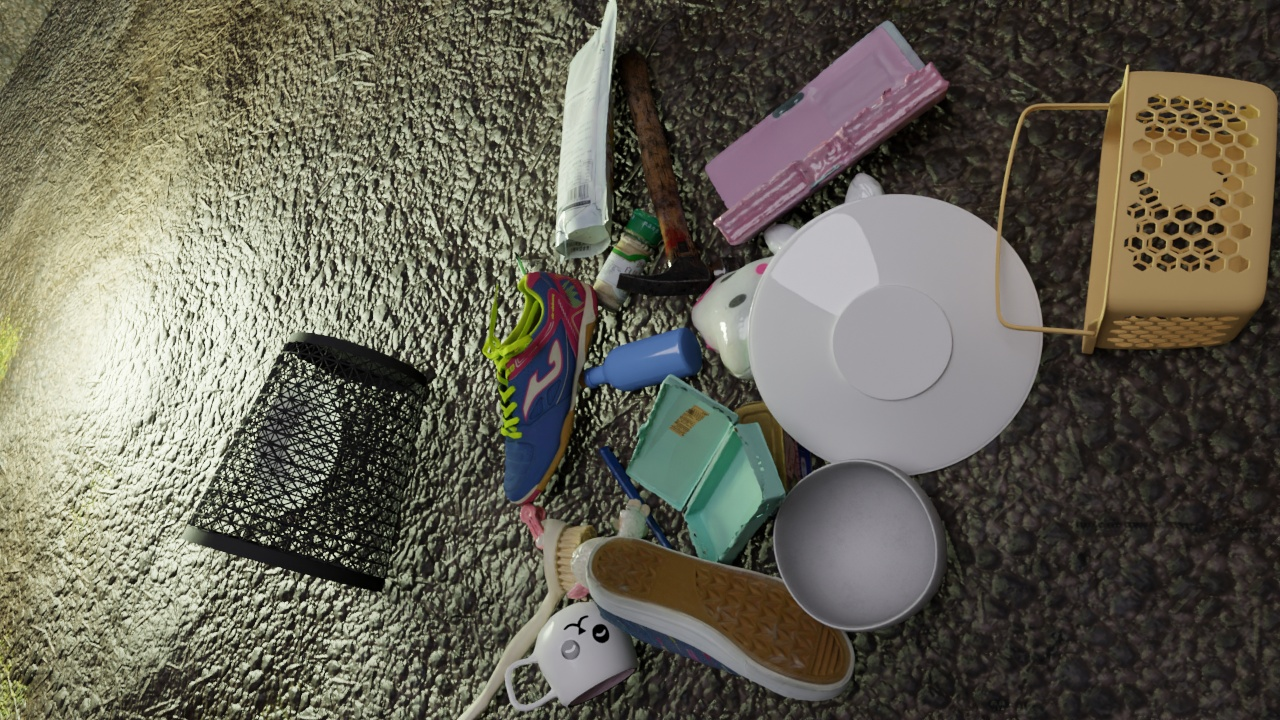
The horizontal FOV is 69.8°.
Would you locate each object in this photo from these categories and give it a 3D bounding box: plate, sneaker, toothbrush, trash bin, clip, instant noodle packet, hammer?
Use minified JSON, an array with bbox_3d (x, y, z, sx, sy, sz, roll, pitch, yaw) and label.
[{"bbox_3d":[-0.443,0.109,1.199,0.173,0.019,0.172,-11,69,31],"label":"plate"},{"bbox_3d":[-0.119,0.027,0.944,0.116,0.091,0.242,19,95,65],"label":"sneaker"},{"bbox_3d":[-0.110,-0.055,1.031,0.017,0.014,0.188,-30,60,8],"label":"toothbrush"},{"bbox_3d":[0.064,0.223,0.778,0.236,0.079,0.087,19,48,16],"label":"sneaker"},{"bbox_3d":[-0.358,0.112,1.035,0.217,0.217,0.242,4,71,35],"label":"trash bin"},{"bbox_3d":[-0.100,0.175,0.953,0.023,0.041,0.059,-42,46,12],"label":"clip"},{"bbox_3d":[0.012,0.151,0.881,0.017,0.016,0.190,-42,56,7],"label":"toothbrush"},{"bbox_3d":[0.198,-0.016,0.727,0.230,0.030,0.229,2,100,13],"label":"plate"},{"bbox_3d":[-0.056,-0.253,1.024,0.147,0.057,0.268,-27,56,60],"label":"instant noodle packet"},{"bbox_3d":[0.010,-0.205,0.959,0.033,0.120,0.329,108,155,-55],"label":"hammer"}]

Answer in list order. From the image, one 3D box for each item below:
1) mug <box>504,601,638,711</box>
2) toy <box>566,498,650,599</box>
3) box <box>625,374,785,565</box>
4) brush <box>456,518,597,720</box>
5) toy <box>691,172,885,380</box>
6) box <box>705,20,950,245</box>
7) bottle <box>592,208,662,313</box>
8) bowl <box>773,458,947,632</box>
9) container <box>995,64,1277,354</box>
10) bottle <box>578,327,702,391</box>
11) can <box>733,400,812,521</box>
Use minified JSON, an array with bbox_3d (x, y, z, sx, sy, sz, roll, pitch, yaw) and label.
[{"bbox_3d":[-0.066,0.271,0.837,0.123,0.090,0.076,-24,65,-15],"label":"mug"},{"bbox_3d":[-0.023,0.186,0.850,0.112,0.087,0.050,-57,33,19],"label":"toy"},{"bbox_3d":[0.052,0.100,0.778,0.056,0.187,0.138,-26,68,-25],"label":"box"},{"bbox_3d":[-0.119,0.276,0.909,0.077,0.062,0.272,34,100,30],"label":"brush"},{"bbox_3d":[0.143,-0.069,0.818,0.210,0.085,0.137,-37,32,16],"label":"toy"},{"bbox_3d":[0.173,-0.204,0.867,0.234,0.075,0.172,-35,27,21],"label":"box"},{"bbox_3d":[-0.015,-0.104,0.965,0.043,0.042,0.110,33,95,37],"label":"bottle"},{"bbox_3d":[0.179,0.148,0.735,0.132,0.064,0.131,-8,75,30],"label":"bowl"},{"bbox_3d":[0.349,-0.106,0.665,0.167,0.129,0.183,7,79,24],"label":"container"},{"bbox_3d":[-0.005,0.005,0.919,0.131,0.048,0.048,-16,67,29],"label":"bottle"},{"bbox_3d":[0.115,0.087,0.805,0.054,0.059,0.099,-14,67,30],"label":"can"}]
